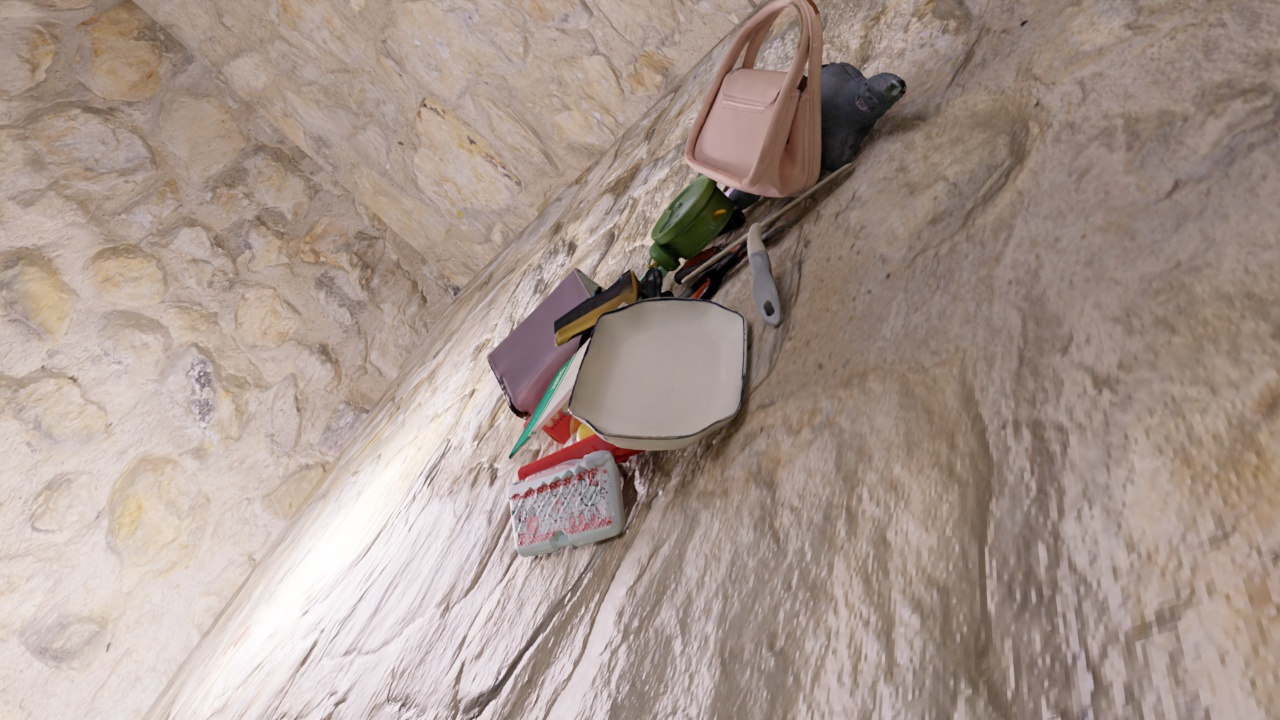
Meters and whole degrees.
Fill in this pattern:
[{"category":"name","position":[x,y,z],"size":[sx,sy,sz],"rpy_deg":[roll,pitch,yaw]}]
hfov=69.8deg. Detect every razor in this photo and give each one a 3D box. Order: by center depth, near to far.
[{"category":"razor","position":[-0.042,-0.066,1.201],"size":[0.167,0.067,0.062],"rpy_deg":[-29,-5,-11]}]

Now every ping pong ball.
[{"category":"ping pong ball","position":[-0.051,0.085,1.026],"size":[0.040,0.040,0.040],"rpy_deg":[-43,16,16]}]

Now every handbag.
[{"category":"handbag","position":[0.151,-0.321,1.104],"size":[0.193,0.093,0.234],"rpy_deg":[39,119,58]},{"category":"handbag","position":[-0.114,-0.016,1.322],"size":[0.197,0.098,0.144],"rpy_deg":[-44,34,14]}]

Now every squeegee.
[{"category":"squeegee","position":[0.131,-0.110,0.993],"size":[0.247,0.039,0.246],"rpy_deg":[-34,24,23]}]

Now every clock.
[{"category":"clock","position":[0.061,-0.182,1.245],"size":[0.162,0.056,0.115],"rpy_deg":[-38,19,36]}]

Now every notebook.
[{"category":"notebook","position":[-0.084,0.020,1.102],"size":[0.151,0.012,0.208],"rpy_deg":[-46,10,27]}]

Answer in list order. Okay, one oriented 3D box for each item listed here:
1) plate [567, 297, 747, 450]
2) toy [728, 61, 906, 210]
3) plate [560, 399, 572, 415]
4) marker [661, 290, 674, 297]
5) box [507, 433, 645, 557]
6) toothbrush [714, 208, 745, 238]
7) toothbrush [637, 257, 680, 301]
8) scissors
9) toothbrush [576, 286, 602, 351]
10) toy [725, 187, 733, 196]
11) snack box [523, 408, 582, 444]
[{"category":"plate","position":[0.023,0.011,0.901],"size":[0.162,0.034,0.265],"rpy_deg":[0,31,7]},{"category":"toy","position":[0.217,-0.291,1.131],"size":[0.357,0.091,0.137],"rpy_deg":[-21,46,65]},{"category":"plate","position":[-0.003,0.010,1.051],"size":[0.165,0.034,0.163],"rpy_deg":[-5,42,51]},{"category":"marker","position":[0.006,-0.076,1.297],"size":[0.022,0.020,0.132],"rpy_deg":[-33,8,-29]},{"category":"box","position":[-0.056,0.132,0.932],"size":[0.112,0.099,0.202],"rpy_deg":[-15,-8,-39]},{"category":"toothbrush","position":[0.084,-0.179,1.328],"size":[0.027,0.026,0.213],"rpy_deg":[-42,12,-25]},{"category":"toothbrush","position":[0.007,-0.101,1.273],"size":[0.223,0.027,0.027],"rpy_deg":[-52,10,-36]},{"category":"scissors","position":[0.105,-0.130,1.158],"size":[0.220,0.021,0.231],"rpy_deg":[-52,19,-12]},{"category":"toothbrush","position":[-0.079,-0.008,1.230],"size":[0.016,0.014,0.189],"rpy_deg":[-140,66,-73]},{"category":"toy","position":[0.163,-0.263,1.298],"size":[0.108,0.039,0.083],"rpy_deg":[-43,25,12]},{"category":"snack box","position":[-0.092,0.057,1.172],"size":[0.127,0.044,0.113],"rpy_deg":[-49,9,-1]}]
